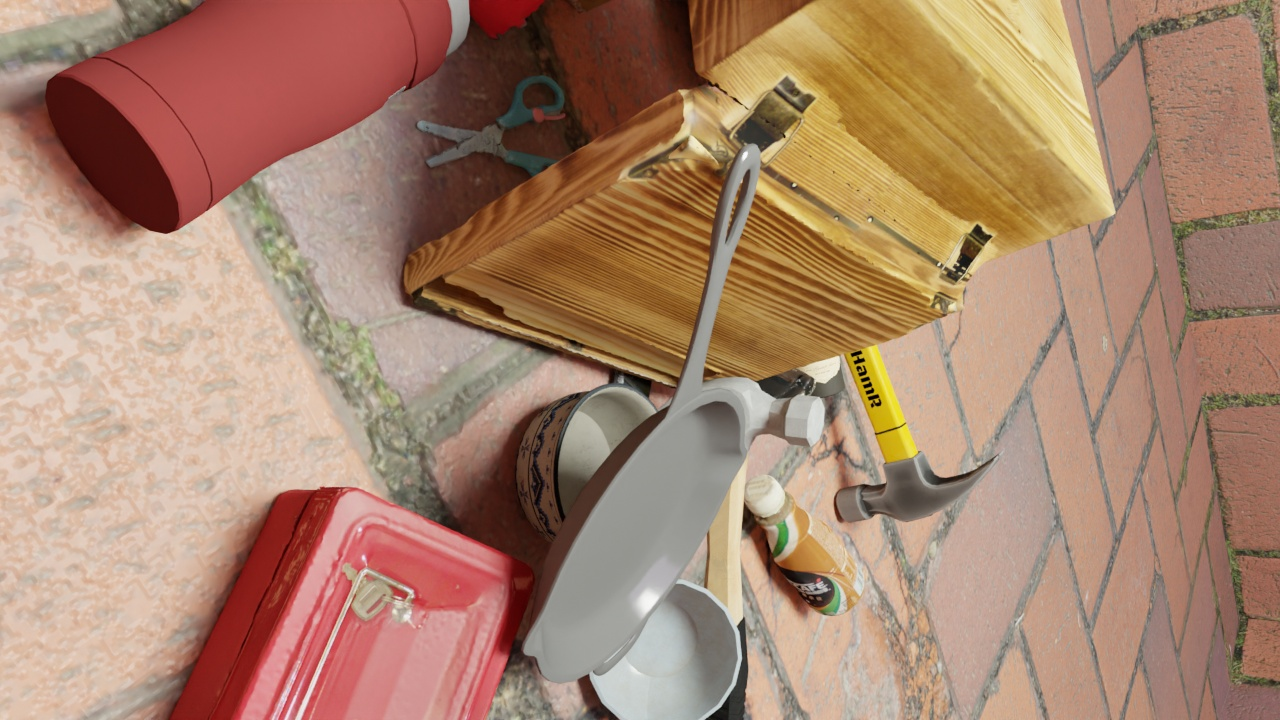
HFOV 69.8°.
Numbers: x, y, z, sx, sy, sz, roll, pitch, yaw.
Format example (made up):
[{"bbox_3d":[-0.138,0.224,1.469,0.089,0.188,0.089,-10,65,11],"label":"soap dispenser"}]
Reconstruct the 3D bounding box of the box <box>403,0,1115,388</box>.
[{"bbox_3d":[0.063,-0.145,0.567,0.278,0.337,0.285,21,56,-44],"label":"box"}]

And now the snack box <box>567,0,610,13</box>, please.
[{"bbox_3d":[-0.039,-0.333,0.572,0.202,0.155,0.069,38,60,-41],"label":"snack box"}]

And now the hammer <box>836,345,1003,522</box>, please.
[{"bbox_3d":[0.216,-0.002,0.871,0.034,0.170,0.324,-22,91,-48],"label":"hammer"}]

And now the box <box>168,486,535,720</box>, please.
[{"bbox_3d":[-0.146,0.154,0.460,0.129,0.098,0.157,38,62,-35],"label":"box"}]

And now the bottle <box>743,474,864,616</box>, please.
[{"bbox_3d":[0.141,0.161,0.810,0.167,0.059,0.059,52,50,-33],"label":"bottle"}]

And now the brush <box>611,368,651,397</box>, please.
[{"bbox_3d":[-0.004,0.004,0.691,0.039,0.012,0.151,26,68,-46],"label":"brush"}]

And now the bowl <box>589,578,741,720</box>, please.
[{"bbox_3d":[0.015,0.201,0.647,0.106,0.039,0.106,0,91,-5],"label":"bowl"}]

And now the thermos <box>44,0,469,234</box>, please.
[{"bbox_3d":[-0.177,-0.156,0.444,0.198,0.084,0.108,-50,142,-37],"label":"thermos"}]

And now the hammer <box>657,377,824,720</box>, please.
[{"bbox_3d":[0.060,0.175,0.677,0.039,0.131,0.328,-23,116,-62],"label":"hammer"}]

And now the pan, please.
[{"bbox_3d":[0.009,0.048,0.501,0.215,0.024,0.355,-32,144,-46],"label":"pan"}]

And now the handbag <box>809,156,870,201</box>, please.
[{"bbox_3d":[0.160,-0.238,0.844,0.195,0.072,0.175,40,36,-26],"label":"handbag"}]

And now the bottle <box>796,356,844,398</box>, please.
[{"bbox_3d":[0.149,-0.057,0.851,0.045,0.045,0.184,-26,106,-48],"label":"bottle"}]

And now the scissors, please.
[{"bbox_3d":[-0.089,-0.134,0.611,0.142,0.015,0.095,-36,114,-38],"label":"scissors"}]

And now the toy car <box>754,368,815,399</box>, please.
[{"bbox_3d":[0.113,0.033,0.802,0.112,0.048,0.041,-31,141,-47],"label":"toy car"}]

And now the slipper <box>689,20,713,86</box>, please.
[{"bbox_3d":[0.045,-0.359,0.744,0.108,0.083,0.266,-89,179,-76],"label":"slipper"}]

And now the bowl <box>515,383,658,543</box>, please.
[{"bbox_3d":[-0.036,0.074,0.611,0.115,0.059,0.115,7,81,-49],"label":"bowl"}]

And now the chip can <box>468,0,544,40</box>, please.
[{"bbox_3d":[-0.138,-0.294,0.519,0.233,0.073,0.073,45,55,-38],"label":"chip can"}]
